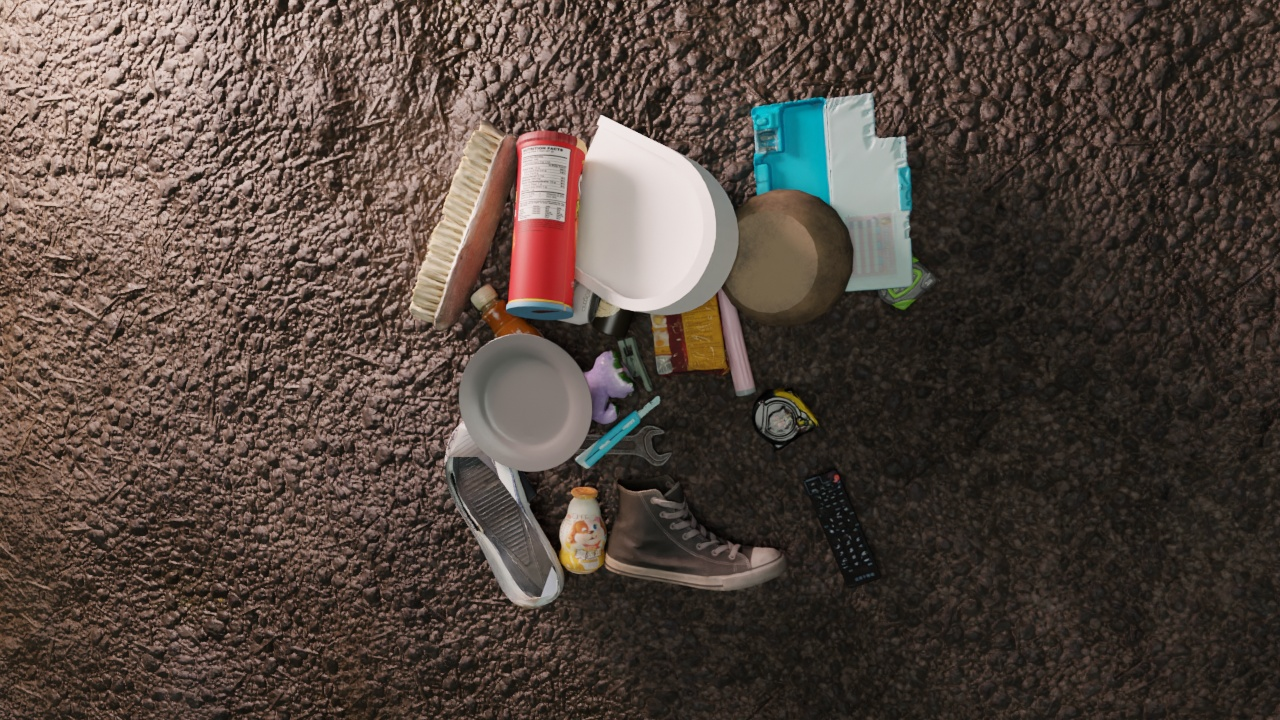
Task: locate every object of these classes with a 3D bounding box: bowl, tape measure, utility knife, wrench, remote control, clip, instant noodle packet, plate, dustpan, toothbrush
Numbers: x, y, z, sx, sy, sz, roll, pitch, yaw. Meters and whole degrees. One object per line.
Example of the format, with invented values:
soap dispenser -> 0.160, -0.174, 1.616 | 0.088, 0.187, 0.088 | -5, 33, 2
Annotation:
bowl -> 0.159, -0.116, 1.063 | 0.162, 0.070, 0.162 | 6, 103, 26
tape measure -> 0.310, -0.097, 1.093 | 0.066, 0.035, 0.058 | -41, 98, 15
utility knife -> -0.028, 0.091, 1.193 | 0.141, 0.015, 0.022 | -43, 92, 12
wrench -> -0.093, 0.111, 1.223 | 0.273, 0.010, 0.070 | 0, 99, 12
tape measure -> 0.175, 0.070, 1.145 | 0.071, 0.042, 0.072 | -35, 95, 16
remote control -> 0.256, 0.212, 1.162 | 0.047, 0.022, 0.150 | -22, 92, 15
clip -> -0.008, 0.007, 1.183 | 0.037, 0.023, 0.075 | -14, 94, 15
instant noodle packet -> 0.058, -0.042, 1.143 | 0.099, 0.039, 0.135 | -5, 100, 32
plate -> -0.145, 0.054, 1.162 | 0.178, 0.012, 0.178 | 3, 102, 14
dustpan -> -0.007, -0.161, 1.084 | 0.258, 0.053, 0.192 | 34, 105, 30
toothbrush -> 0.107, -0.065, 1.145 | 0.027, 0.027, 0.222 | -12, 96, 17

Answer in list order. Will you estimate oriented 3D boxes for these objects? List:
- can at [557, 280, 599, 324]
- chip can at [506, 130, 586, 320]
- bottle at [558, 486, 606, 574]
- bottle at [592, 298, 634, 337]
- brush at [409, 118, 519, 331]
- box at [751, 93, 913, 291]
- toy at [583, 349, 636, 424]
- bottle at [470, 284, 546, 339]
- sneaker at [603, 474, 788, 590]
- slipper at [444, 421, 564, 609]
can -> -0.108, -0.080, 1.171 | 0.102, 0.054, 0.055 | 12, 101, 9
chip can -> -0.115, -0.162, 1.113 | 0.087, 0.087, 0.213 | 2, 82, 11
bottle -> -0.076, 0.223, 1.210 | 0.063, 0.063, 0.109 | 4, 100, 11
bottle -> -0.011, -0.121, 1.149 | 0.045, 0.045, 0.185 | 21, 103, 8
brush -> -0.221, -0.168, 1.166 | 0.056, 0.083, 0.271 | 25, 104, 7
box -> 0.225, -0.192, 1.073 | 0.182, 0.039, 0.227 | -1, 99, 26
toy -> -0.043, 0.036, 1.177 | 0.100, 0.036, 0.080 | -35, 86, 40
bottle -> -0.157, -0.025, 1.188 | 0.059, 0.059, 0.167 | -39, 90, 15
sneaker -> 0.072, 0.217, 1.168 | 0.235, 0.095, 0.120 | 7, 100, 18
slipper -> -0.178, 0.200, 1.225 | 0.111, 0.063, 0.263 | -29, 84, 22
